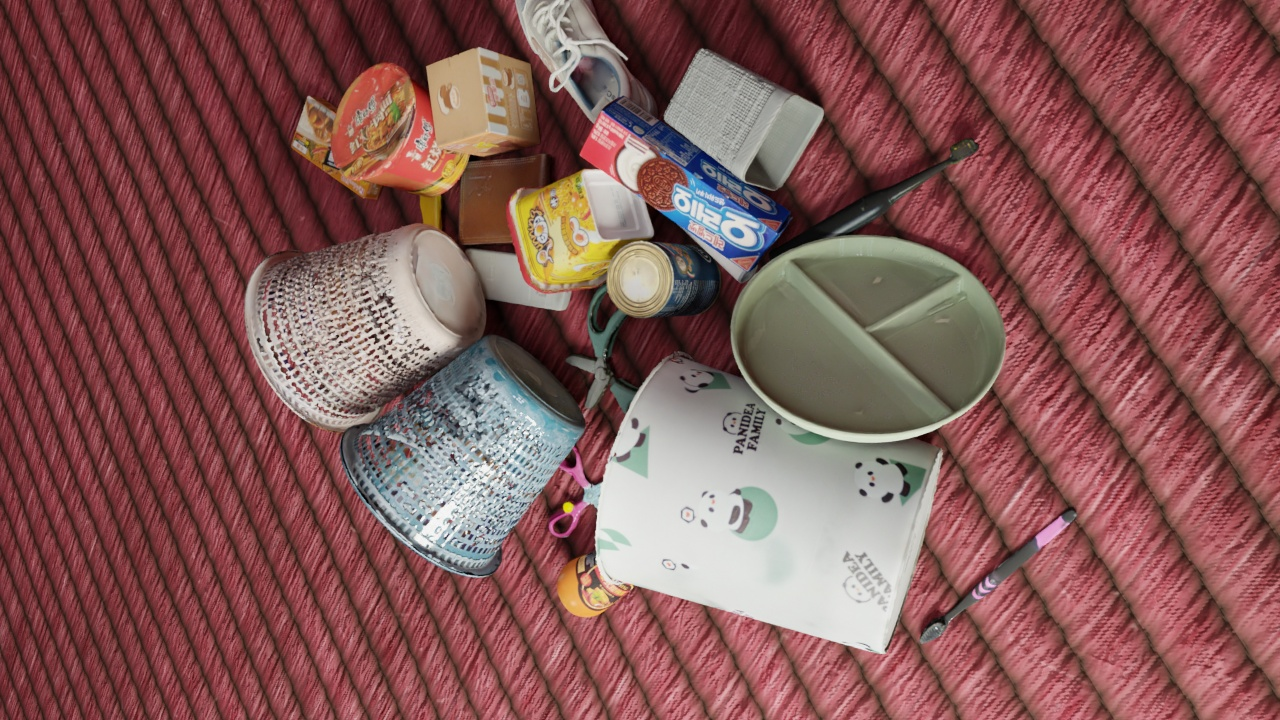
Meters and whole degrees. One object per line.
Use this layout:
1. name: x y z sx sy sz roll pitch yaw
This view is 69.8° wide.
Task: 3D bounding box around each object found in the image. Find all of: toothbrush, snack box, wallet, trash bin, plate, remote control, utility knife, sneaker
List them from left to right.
1. snack box: -0.385 -0.275 1.186 0.154 0.026 0.075 35 111 23
2. trash bin: -0.293 -0.053 1.041 0.192 0.227 0.227 -21 84 21
3. utility knife: -0.255 -0.125 1.130 0.033 0.015 0.230 1 94 36
4. trash bin: -0.175 0.088 1.003 0.195 0.226 0.226 -45 72 8
5. snack box: -0.175 -0.285 1.025 0.077 0.094 0.093 -6 91 30
6. wallet: -0.155 -0.185 1.060 0.125 0.032 0.101 2 93 29
7. remote control: -0.145 -0.095 1.066 0.150 0.021 0.058 11 101 29
8. sneaker: -0.077 -0.333 0.968 0.090 0.090 0.242 -40 74 25
9. toothbrush: 0.036 -0.161 0.954 0.221 0.026 0.026 46 118 18
10. snack box: 0.045 -0.172 0.889 0.207 0.057 0.058 35 128 1
11. trash bin: 0.122 0.131 0.828 0.252 0.229 0.230 14 101 22
12. plate: 0.193 -0.022 0.796 0.230 0.229 0.027 23 148 26
13. toothbrush: 0.214 -0.143 0.854 0.213 0.027 0.026 -31 49 28
14. toothbrush: 0.320 0.198 0.829 0.014 0.017 0.190 48 114 20

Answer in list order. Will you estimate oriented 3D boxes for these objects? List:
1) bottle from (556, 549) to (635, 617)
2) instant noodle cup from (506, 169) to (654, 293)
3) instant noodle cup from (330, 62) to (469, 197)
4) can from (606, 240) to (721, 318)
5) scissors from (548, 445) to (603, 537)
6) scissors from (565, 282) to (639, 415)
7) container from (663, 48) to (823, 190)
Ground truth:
1. bottle: -0.021 0.225 1.005 0.150 0.066 0.066 -35 77 20
2. instant noodle cup: -0.059 -0.139 0.946 0.124 0.115 0.116 -20 84 48
3. instant noodle cup: -0.272 -0.258 1.062 0.138 0.108 0.137 -8 76 34
4. can: 0.024 -0.080 0.919 0.075 0.111 0.075 3 95 30
5. scissors: -0.063 0.149 1.046 0.134 0.017 0.136 -34 76 23
6. scissors: -0.007 0.001 0.985 0.170 0.019 0.175 31 121 23
7. container: 0.095 -0.234 0.880 0.114 0.090 0.090 39 111 24
